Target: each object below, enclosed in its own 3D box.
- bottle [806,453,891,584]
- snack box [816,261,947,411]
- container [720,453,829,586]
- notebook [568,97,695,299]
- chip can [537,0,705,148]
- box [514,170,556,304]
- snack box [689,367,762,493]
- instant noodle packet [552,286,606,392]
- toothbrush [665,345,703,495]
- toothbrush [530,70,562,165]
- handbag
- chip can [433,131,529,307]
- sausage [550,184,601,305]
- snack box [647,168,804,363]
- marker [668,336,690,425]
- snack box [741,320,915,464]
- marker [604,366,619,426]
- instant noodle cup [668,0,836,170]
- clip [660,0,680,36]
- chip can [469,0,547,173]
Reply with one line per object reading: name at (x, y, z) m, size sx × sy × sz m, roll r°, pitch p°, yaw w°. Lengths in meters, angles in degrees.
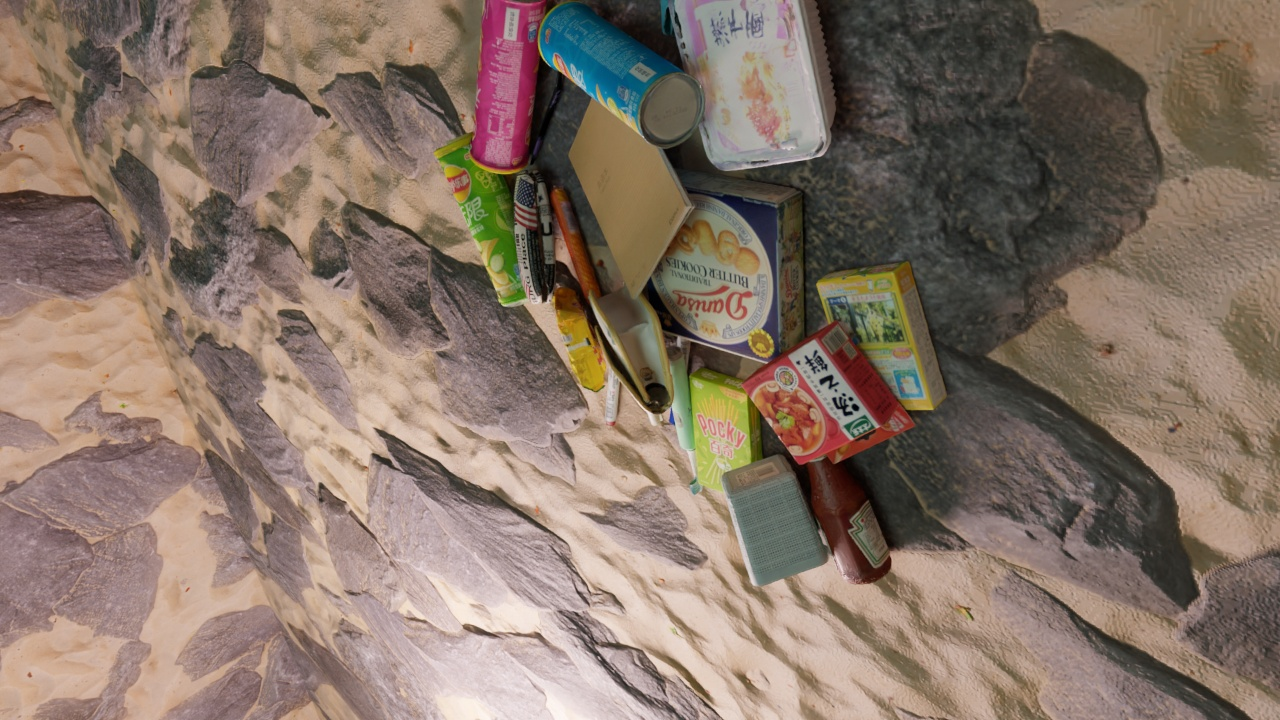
bottle at (0.207, 0.140, 0.980) m, size 0.060 × 0.059 × 0.206 m, roll -12°, pitch 106°, yaw 50°
snack box at (0.228, -0.020, 0.869) m, size 0.087 × 0.033 × 0.140 m, roll -5°, pitch 113°, yaw 48°
container at (0.145, 0.174, 1.026) m, size 0.090 × 0.090 × 0.111 m, roll -99°, pitch -11°, yaw -78°
notebook at (-0.017, -0.192, 0.969) m, size 0.211 × 0.012 × 0.150 m, roll 66°, pitch 147°, yaw 25°
chip can at (-0.023, -0.277, 0.877) m, size 0.210 × 0.071 × 0.071 m, roll 48°, pitch 145°, yaw 42°
box at (-0.124, -0.150, 1.121) m, size 0.072 × 0.059 × 0.164 m, roll 7°, pitch 106°, yaw 52°
snack box at (0.102, 0.090, 1.081) m, size 0.086 × 0.026 × 0.156 m, roll 18°, pitch 127°, yaw 38°
instant noodle packet at (-0.076, -0.029, 1.132) m, size 0.128 × 0.044 × 0.111 m, roll -115°, pitch 5°, yaw -70°
toothbrush at (0.055, 0.077, 1.113) m, size 0.026 × 0.027 × 0.225 m, roll 27°, pitch 141°, yaw 43°
toothbrush at (-0.099, -0.291, 1.046) m, size 0.017 × 0.014 × 0.190 m, roll 37°, pitch 139°, yaw 6°
handbag at (-0.006, 0.006, 1.054) m, size 0.163 × 0.063 × 0.179 m, roll -118°, pitch 11°, yaw -64°
chip can at (-0.186, -0.177, 1.168) m, size 0.073 × 0.072 × 0.221 m, roll -8°, pitch 109°, yaw 49°
sausage at (-0.078, -0.136, 1.122) m, size 0.021 × 0.021 × 0.165 m, roll 0°, pitch 115°, yaw 47°
snack box at (0.084, -0.099, 0.958) m, size 0.178 × 0.045 × 0.183 m, roll 19°, pitch 127°, yaw 39°
marker at (0.048, 0.018, 1.098) m, size 0.017 × 0.016 × 0.146 m, roll 30°, pitch 134°, yaw 30°
snack box at (0.179, 0.043, 0.891) m, size 0.127 × 0.044 × 0.113 m, roll 53°, pitch 136°, yaw 0°
marker at (-0.035, 0.028, 1.192) m, size 0.017 × 0.017 × 0.145 m, roll 32°, pitch 135°, yaw 29°
instant noodle cup at (0.107, -0.263, 0.809) m, size 0.138 × 0.060 × 0.173 m, roll 4°, pitch 116°, yaw 46°
clip at (0.029, -0.339, 0.877) m, size 0.049 × 0.015 × 0.057 m, roll 24°, pitch 130°, yaw 31°
chip can at (-0.150, -0.319, 1.035) m, size 0.071 × 0.071 × 0.211 m, roll 38°, pitch 137°, yaw 23°
